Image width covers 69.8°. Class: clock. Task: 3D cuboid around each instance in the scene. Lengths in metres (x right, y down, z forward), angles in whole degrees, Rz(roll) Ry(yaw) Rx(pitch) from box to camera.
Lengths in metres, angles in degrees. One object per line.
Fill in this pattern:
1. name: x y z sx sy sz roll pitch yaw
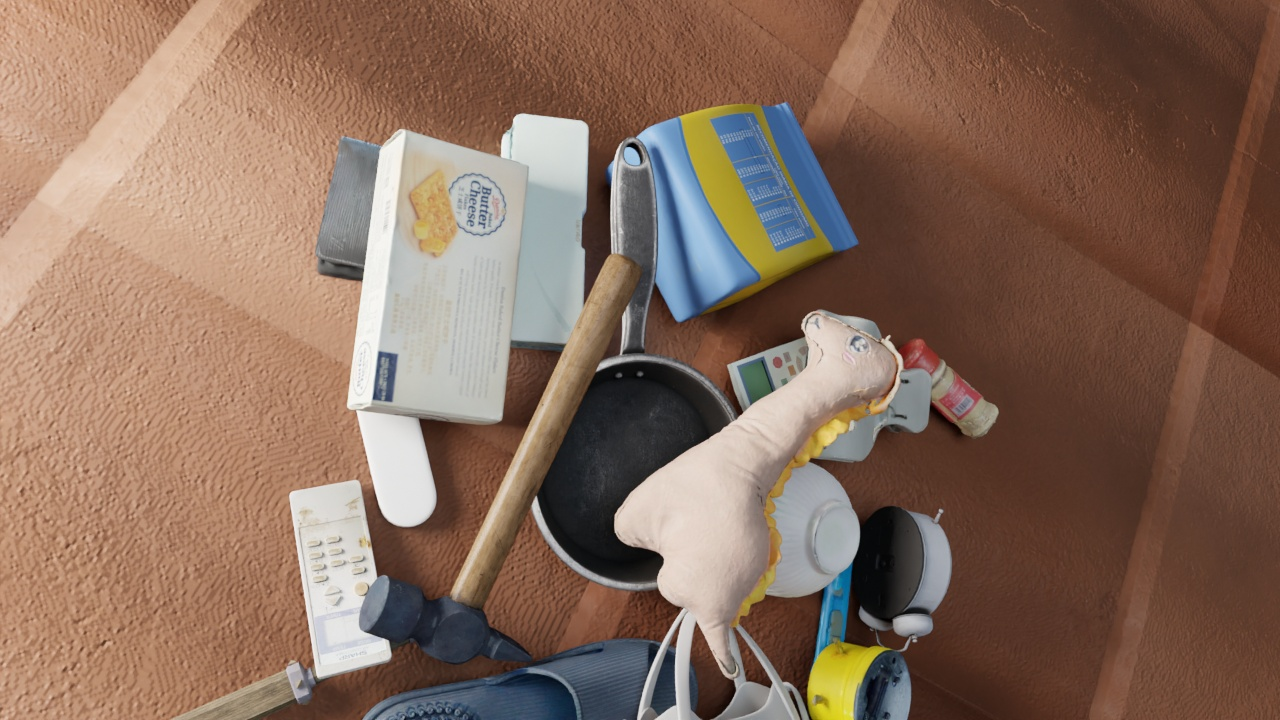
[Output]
1. clock: 0.188 0.282 0.761 0.118 0.057 0.083 45 59 -33
2. clock: 0.222 0.186 0.784 0.035 0.095 0.122 13 79 -20

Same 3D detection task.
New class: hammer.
1. hammer: -0.075 0.067 0.675 0.129 0.040 0.321 29 81 -28
2. hammer: -0.284 0.247 0.624 0.316 0.028 0.147 -20 84 -22

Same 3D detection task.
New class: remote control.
1. remote control: 0.144 0.006 0.833 0.143 0.024 0.049 -19 89 -23
2. remote control: -0.216 0.154 0.660 0.050 0.011 0.135 -9 66 -21
3. remote control: -0.190 0.061 0.708 0.043 0.013 0.136 -13 82 -22

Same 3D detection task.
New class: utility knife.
1. utility knife: 0.168 0.216 0.800 0.031 0.015 0.178 19 71 -27

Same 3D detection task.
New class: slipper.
1. slipper: -0.071 0.270 0.666 0.263 0.083 0.101 -4 82 -20

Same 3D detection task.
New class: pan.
1. pan: -0.005 0.004 0.737 0.187 0.055 0.356 -3 88 -19

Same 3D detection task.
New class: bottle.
1. bottle: 0.288 0.027 0.871 0.109 0.044 0.044 40 68 -8

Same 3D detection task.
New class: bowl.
1. bowl: 0.139 0.141 0.758 0.118 0.062 0.118 -2 93 -39

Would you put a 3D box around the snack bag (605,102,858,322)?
1. snack bag: 0.095 -0.143 0.816 0.204 0.102 0.159 -24 87 -33

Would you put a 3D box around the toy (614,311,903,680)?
1. toy: 0.112 0.091 0.707 0.264 0.065 0.196 -33 79 -9

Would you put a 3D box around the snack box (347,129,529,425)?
1. snack box: -0.153 -0.059 0.701 0.104 0.058 0.207 10 80 -31

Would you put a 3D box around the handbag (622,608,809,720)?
1. handbag: 0.060 0.289 0.676 0.215 0.096 0.222 9 66 -47

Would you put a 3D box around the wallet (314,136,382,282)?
1. wallet: -0.207 -0.118 0.736 0.089 0.026 0.114 10 74 -16

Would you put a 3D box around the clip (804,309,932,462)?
1. clip: 0.183 0.027 0.811 0.152 0.097 0.126 10 87 -43

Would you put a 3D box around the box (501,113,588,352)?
1. box: -0.082 -0.107 0.768 0.083 0.066 0.199 7 77 -37
